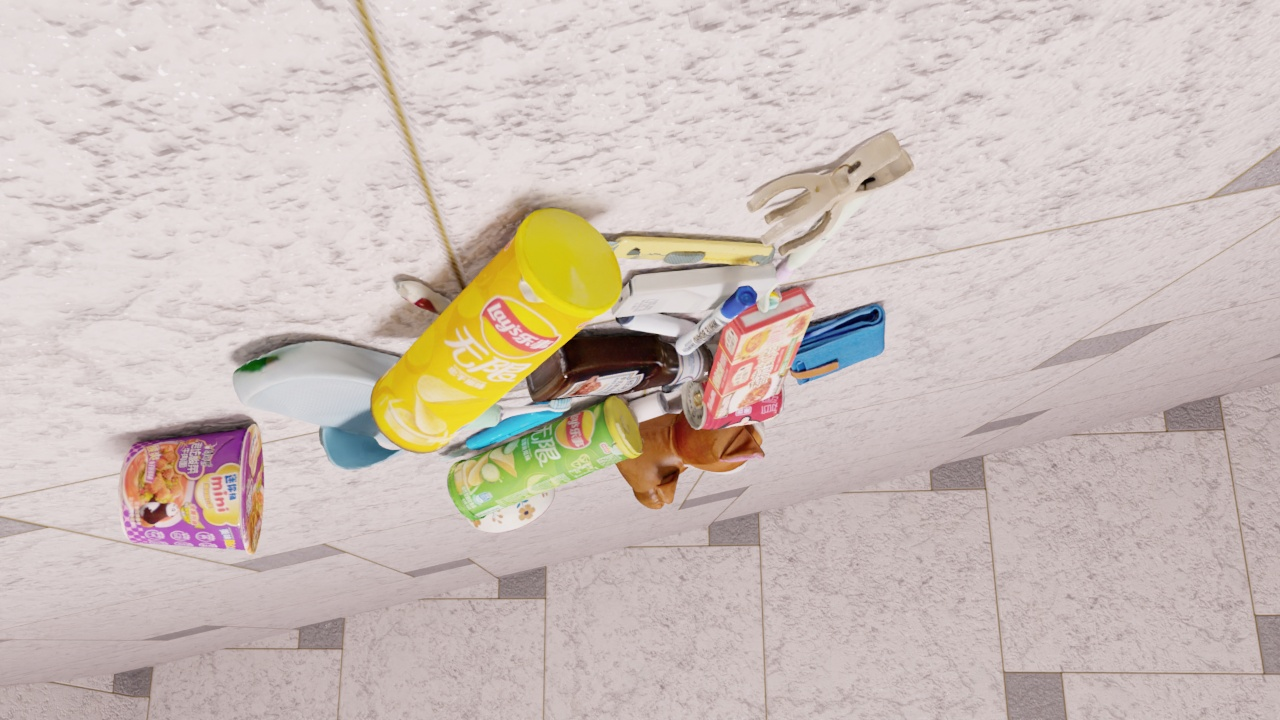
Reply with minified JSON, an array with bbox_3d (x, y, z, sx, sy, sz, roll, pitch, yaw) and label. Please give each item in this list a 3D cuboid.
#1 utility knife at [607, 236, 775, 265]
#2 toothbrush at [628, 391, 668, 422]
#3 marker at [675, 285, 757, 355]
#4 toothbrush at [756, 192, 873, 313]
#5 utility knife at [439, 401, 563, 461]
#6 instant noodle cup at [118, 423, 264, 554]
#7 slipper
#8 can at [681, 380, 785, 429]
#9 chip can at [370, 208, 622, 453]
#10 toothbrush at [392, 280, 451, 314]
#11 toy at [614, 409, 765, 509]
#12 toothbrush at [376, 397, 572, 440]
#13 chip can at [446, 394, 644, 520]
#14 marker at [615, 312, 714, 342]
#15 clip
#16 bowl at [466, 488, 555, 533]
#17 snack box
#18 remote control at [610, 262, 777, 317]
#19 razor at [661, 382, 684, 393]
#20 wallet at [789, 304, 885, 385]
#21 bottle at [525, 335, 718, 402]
[{"bbox_3d":[0.021,-0.076,0.632,0.194,0.020,0.031,3,152,-32],"label":"utility knife"},{"bbox_3d":[-0.072,0.081,1.057,0.221,0.026,0.027,-19,122,20],"label":"toothbrush"},{"bbox_3d":[0.056,-0.028,0.721,0.017,0.017,0.146,-8,168,-19],"label":"marker"},{"bbox_3d":[0.127,-0.083,0.681,0.020,0.029,0.190,30,155,-2],"label":"toothbrush"},{"bbox_3d":[-0.162,0.083,1.009,0.034,0.018,0.207,3,159,-46],"label":"utility knife"},{"bbox_3d":[-0.378,0.110,0.777,0.099,0.111,0.112,0,161,-16],"label":"instant noodle cup"},{"bbox_3d":[-0.216,0.044,0.728,0.104,0.074,0.245,-19,162,15],"label":"slipper"},{"bbox_3d":[0.097,0.037,0.975,0.093,0.066,0.067,-8,163,-19],"label":"can"},{"bbox_3d":[-0.101,-0.012,0.599,0.072,0.072,0.214,1,153,-41],"label":"chip can"},{"bbox_3d":[-0.127,-0.026,0.665,0.016,0.017,0.187,-17,164,12],"label":"toothbrush"},{"bbox_3d":[0.067,0.099,1.070,0.200,0.139,0.130,-29,129,32],"label":"toy"},{"bbox_3d":[-0.171,0.055,0.886,0.224,0.026,0.027,-5,141,-26],"label":"toothbrush"},{"bbox_3d":[-0.109,0.110,1.013,0.222,0.072,0.072,-24,162,15],"label":"chip can"},{"bbox_3d":[0.022,-0.029,0.778,0.023,0.018,0.130,-13,167,35],"label":"marker"},{"bbox_3d":[0.123,-0.103,0.587,0.104,0.034,0.081,-25,159,10],"label":"clip"},{"bbox_3d":[-0.166,0.149,1.112,0.113,0.113,0.062,-14,122,1],"label":"bowl"},{"bbox_3d":[0.104,-0.003,0.832,0.075,0.025,0.153,-21,153,-17],"label":"snack box"},{"bbox_3d":[0.042,-0.053,0.701,0.124,0.024,0.049,-7,165,-20],"label":"remote control"},{"bbox_3d":[0.073,0.001,0.910,0.143,0.022,0.042,-28,164,37],"label":"razor"},{"bbox_3d":[0.202,-0.013,0.947,0.106,0.040,0.133,-21,162,9],"label":"wallet"},{"bbox_3d":[-0.005,0.005,0.825,0.194,0.044,0.080,-3,159,-36],"label":"bottle"}]
